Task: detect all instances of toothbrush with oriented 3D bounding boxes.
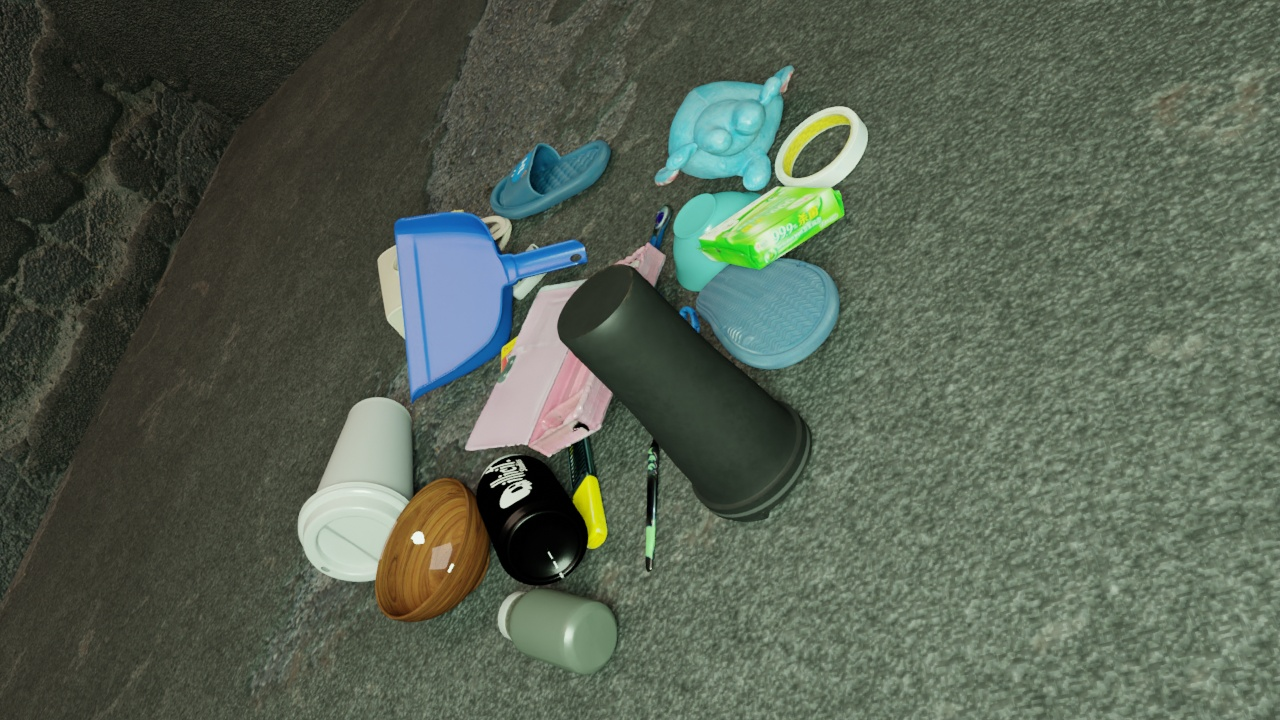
[{"bbox_3d":[0.010,0.100,0.826,0.014,0.017,0.187,-30,42,38],"label":"toothbrush"}]

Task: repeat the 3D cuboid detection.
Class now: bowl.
[{"bbox_3d":[-0.196,0.200,0.929,0.148,0.069,0.147,-31,41,32],"label":"bowl"},{"bbox_3d":[0.068,-0.133,0.929,0.121,0.046,0.121,-29,42,30],"label":"bowl"}]

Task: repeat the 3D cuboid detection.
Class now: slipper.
[{"bbox_3d":[0.111,-0.043,0.798,0.104,0.059,0.213,-41,22,2],"label":"slipper"},{"bbox_3d":[-0.130,-0.248,1.237,0.214,0.059,0.103,-9,50,39],"label":"slipper"}]

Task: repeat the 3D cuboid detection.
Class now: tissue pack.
[{"bbox_3d":[0.117,-0.123,0.839,0.114,0.034,0.099,-35,22,-14],"label":"tissue pack"}]

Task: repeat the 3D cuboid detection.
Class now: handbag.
[{"bbox_3d":[-0.260,-0.132,1.277,0.198,0.101,0.194,-35,38,5],"label":"handbag"}]

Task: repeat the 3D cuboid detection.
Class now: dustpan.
[{"bbox_3d":[-0.188,-0.095,1.142,0.258,0.059,0.245,-13,71,8],"label":"dustpan"}]

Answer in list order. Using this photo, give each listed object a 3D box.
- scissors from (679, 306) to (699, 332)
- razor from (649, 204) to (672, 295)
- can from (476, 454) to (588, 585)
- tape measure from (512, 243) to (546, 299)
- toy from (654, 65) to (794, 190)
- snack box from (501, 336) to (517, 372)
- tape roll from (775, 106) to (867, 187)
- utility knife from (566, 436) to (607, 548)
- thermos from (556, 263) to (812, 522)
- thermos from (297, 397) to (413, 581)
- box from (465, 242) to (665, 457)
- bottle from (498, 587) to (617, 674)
[{"bbox_3d":[0.036,0.017,0.855,0.097,0.020,0.132,131,141,-56],"label":"scissors"},{"bbox_3d":[0.013,-0.116,1.002,0.044,0.018,0.140,-17,49,40],"label":"razor"},{"bbox_3d":[-0.103,0.142,0.844,0.080,0.080,0.146,-54,23,0],"label":"can"},{"bbox_3d":[-0.149,-0.114,1.186,0.065,0.016,0.064,-48,36,8],"label":"tape measure"},{"bbox_3d":[0.095,-0.226,0.927,0.183,0.115,0.180,-36,17,8],"label":"toy"},{"bbox_3d":[-0.098,-0.021,1.042,0.153,0.025,0.075,-34,39,25],"label":"snack box"},{"bbox_3d":[0.175,-0.203,0.891,0.094,0.019,0.093,-29,42,30],"label":"tape roll"},{"bbox_3d":[-0.057,0.103,0.896,0.029,0.020,0.186,-37,40,21],"label":"utility knife"},{"bbox_3d":[0.034,0.025,0.695,0.106,0.218,0.105,-31,34,23],"label":"thermos"},{"bbox_3d":[-0.321,0.141,1.086,0.132,0.131,0.221,-40,30,18],"label":"thermos"},{"bbox_3d":[-0.069,-0.006,0.926,0.181,0.051,0.232,-17,40,41],"label":"box"},{"bbox_3d":[-0.073,0.225,0.776,0.109,0.060,0.060,-3,59,47],"label":"bottle"}]
